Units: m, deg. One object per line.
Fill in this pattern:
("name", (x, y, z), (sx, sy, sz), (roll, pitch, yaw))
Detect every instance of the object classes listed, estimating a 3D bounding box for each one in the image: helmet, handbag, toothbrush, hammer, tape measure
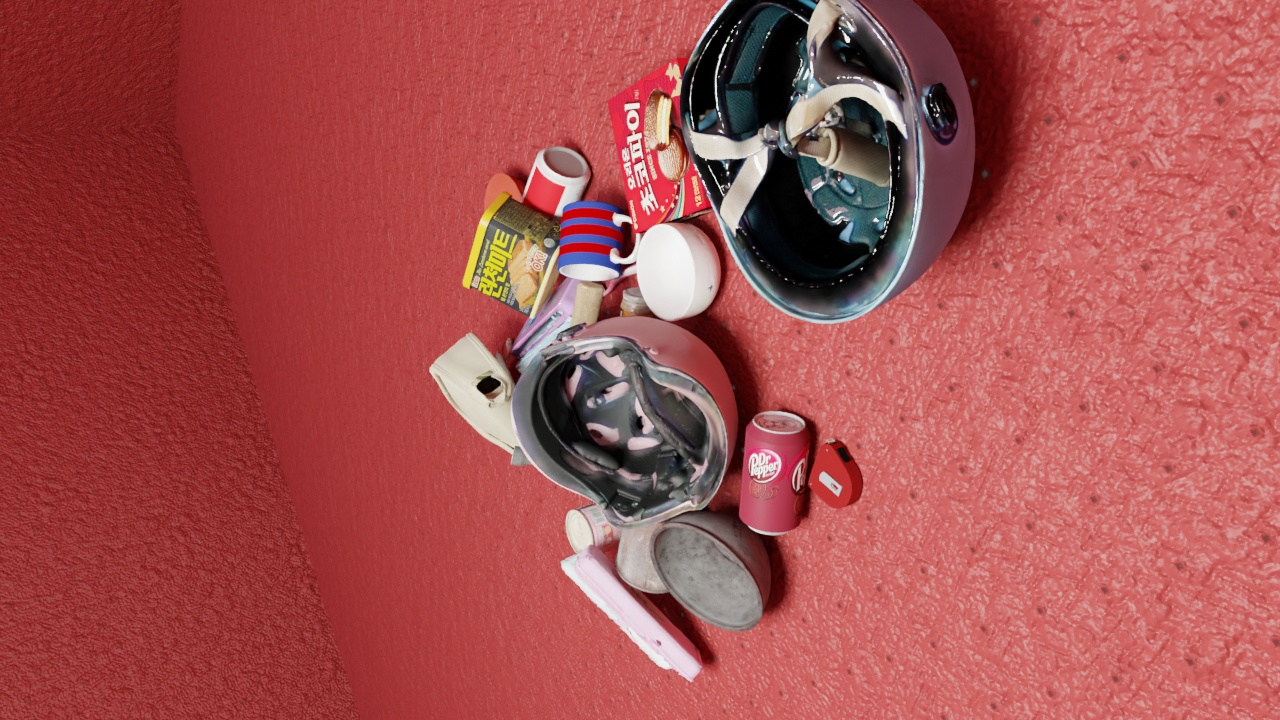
("helmet", (0.157, -0.165, 0.702), (0.226, 0.166, 0.265), (-22, 80, 58))
("handbag", (-0.198, 0.039, 1.314), (0.184, 0.131, 0.229), (39, 167, 30))
("helmet", (-0.011, 0.050, 0.998), (0.256, 0.152, 0.230), (-17, 112, 34))
("toothbrush", (-0.024, -0.100, 1.118), (0.135, 0.021, 0.016), (-27, 89, 57))
("hammer", (-0.088, 0.032, 1.164), (0.030, 0.119, 0.332), (-81, 4, -51))
("tape measure", (0.188, 0.112, 0.879), (0.051, 0.019, 0.059), (43, 133, 40))

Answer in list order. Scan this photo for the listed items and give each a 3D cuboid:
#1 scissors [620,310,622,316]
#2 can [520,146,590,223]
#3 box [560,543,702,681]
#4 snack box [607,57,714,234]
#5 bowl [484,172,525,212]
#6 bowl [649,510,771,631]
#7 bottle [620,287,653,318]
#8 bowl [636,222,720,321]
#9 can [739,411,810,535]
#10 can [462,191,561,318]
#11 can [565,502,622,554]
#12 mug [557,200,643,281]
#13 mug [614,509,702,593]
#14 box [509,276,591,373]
("scissors", (-0.030, 0.014, 1.132), (0.019, 0.120, 0.150), (29, 83, 33))
("can", (-0.116, -0.203, 1.171), (0.070, 0.070, 0.132), (59, 142, 25))
("box", (-0.010, 0.312, 1.147), (0.201, 0.058, 0.156), (46, 166, -1))
("snack box", (0.029, -0.226, 0.985), (0.133, 0.035, 0.152), (-9, 93, 56))
("bowl", (-0.177, -0.203, 1.290), (0.122, 0.035, 0.122), (23, 119, 50))
("bowl", (0.087, 0.217, 0.997), (0.145, 0.067, 0.145), (26, 136, 28))
("bottle", (-0.006, 0.006, 1.095), (0.053, 0.053, 0.186), (30, 125, 47))
("bowl", (0.046, -0.097, 0.987), (0.105, 0.054, 0.105), (26, 121, 52))
("can", (0.134, 0.113, 0.919), (0.063, 0.063, 0.114), (27, 122, 49))
("can", (-0.153, -0.129, 1.154), (0.101, 0.072, 0.131), (28, 135, 0))
("can", (-0.049, 0.217, 1.206), (0.067, 0.076, 0.067), (24, 120, 50))
("mug", (-0.043, -0.141, 1.075), (0.112, 0.075, 0.076), (-4, 77, 36))
("mug", (0.020, 0.199, 1.103), (0.122, 0.096, 0.110), (-107, 30, -57))
("box", (-0.096, -0.035, 1.219), (0.092, 0.089, 0.215), (33, 152, -13))
